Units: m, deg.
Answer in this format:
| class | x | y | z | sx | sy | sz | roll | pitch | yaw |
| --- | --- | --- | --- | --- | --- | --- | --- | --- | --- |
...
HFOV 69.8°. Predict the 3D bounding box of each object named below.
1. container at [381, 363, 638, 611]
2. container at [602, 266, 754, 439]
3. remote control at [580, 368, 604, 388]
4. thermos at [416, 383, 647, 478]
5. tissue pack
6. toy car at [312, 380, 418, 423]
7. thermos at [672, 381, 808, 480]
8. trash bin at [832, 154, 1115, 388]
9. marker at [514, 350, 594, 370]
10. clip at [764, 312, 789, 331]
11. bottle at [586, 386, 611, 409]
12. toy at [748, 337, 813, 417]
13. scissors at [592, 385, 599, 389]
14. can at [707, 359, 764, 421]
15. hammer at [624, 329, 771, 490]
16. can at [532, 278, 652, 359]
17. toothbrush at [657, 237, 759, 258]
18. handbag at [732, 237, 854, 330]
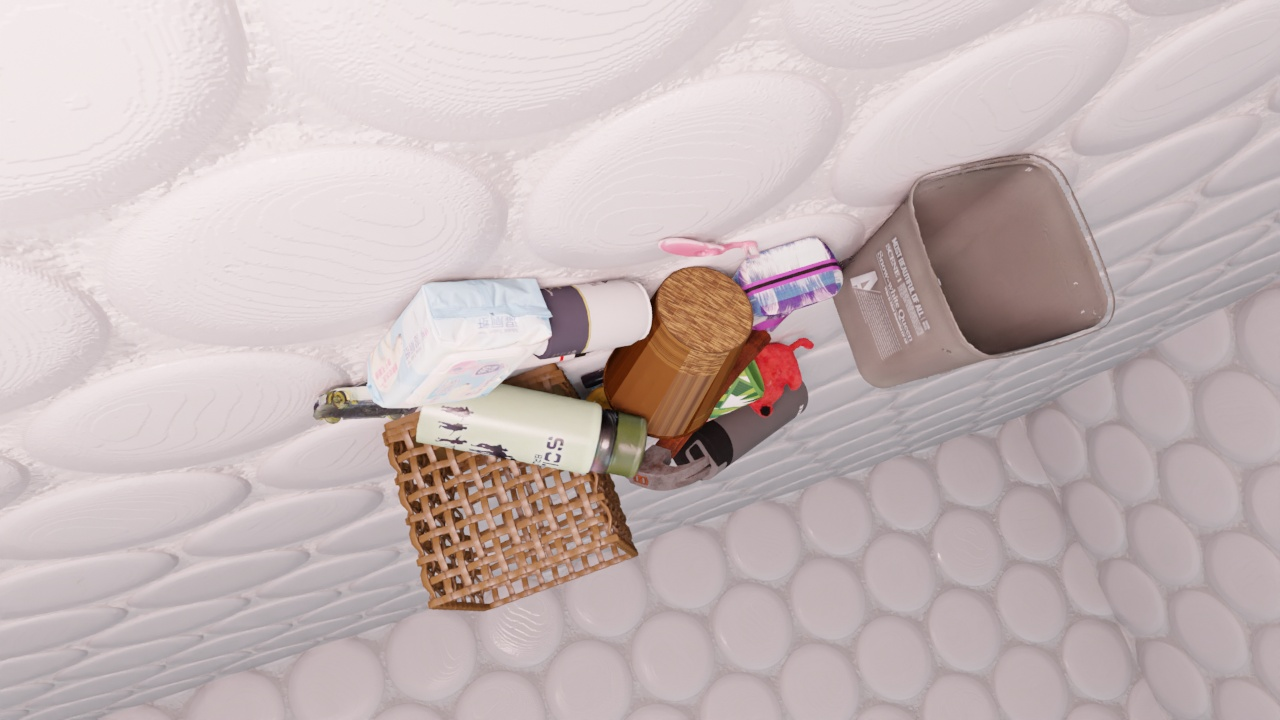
| class | x | y | z | sx | sy | sz | roll | pitch | yaw |
| --- | --- | --- | --- | --- | --- | --- | --- | --- | --- |
| container | -0.150 | 0.166 | 1.130 | 0.219 | 0.214 | 0.252 | -20 | 163 | 0 |
| container | 0.043 | -0.011 | 0.965 | 0.132 | 0.132 | 0.168 | -13 | 156 | -22 |
| remote control | -0.007 | 0.007 | 1.138 | 0.136 | 0.015 | 0.032 | -20 | 163 | 0 |
| thermos | -0.108 | 0.069 | 0.950 | 0.231 | 0.082 | 0.082 | 11 | 157 | -8 |
| tissue pack | -0.165 | -0.009 | 0.815 | 0.111 | 0.070 | 0.182 | -8 | 160 | -37 |
| toy car | -0.270 | 0.039 | 0.909 | 0.105 | 0.033 | 0.048 | -3 | 159 | -32 |
| thermos | 0.148 | 0.090 | 1.346 | 0.239 | 0.082 | 0.082 | -28 | 173 | -43 |
| trash bin | 0.335 | -0.077 | 0.992 | 0.197 | 0.197 | 0.221 | -14 | 169 | -19 |
| marker | -0.106 | -0.005 | 0.982 | 0.145 | 0.019 | 0.019 | -11 | 161 | -27 |
| clip | 0.175 | -0.052 | 1.169 | 0.041 | 0.014 | 0.052 | -23 | 160 | 0 |
| bottle | -0.036 | 0.078 | 1.227 | 0.053 | 0.053 | 0.186 | -20 | 166 | 0 |
| toy | 0.180 | 0.004 | 1.299 | 0.133 | 0.088 | 0.094 | -42 | -161 | 4 |
| scissors | -0.035 | 0.047 | 1.240 | 0.066 | 0.015 | 0.135 | -20 | 167 | 16 |
| can | 0.085 | 0.038 | 1.225 | 0.144 | 0.083 | 0.083 | -25 | 163 | 16 |
| hammer | 0.078 | 0.048 | 1.085 | 0.299 | 0.111 | 0.028 | -46 | 142 | -41 |
| can | -0.047 | -0.041 | 0.859 | 0.127 | 0.064 | 0.064 | -10 | 161 | -30 |
| toothbrush | 0.068 | -0.106 | 0.868 | 0.134 | 0.016 | 0.022 | -5 | 158 | -42 |
| handbag | 0.151 | -0.070 | 1.017 | 0.144 | 0.068 | 0.170 | -17 | 170 | -7 |
